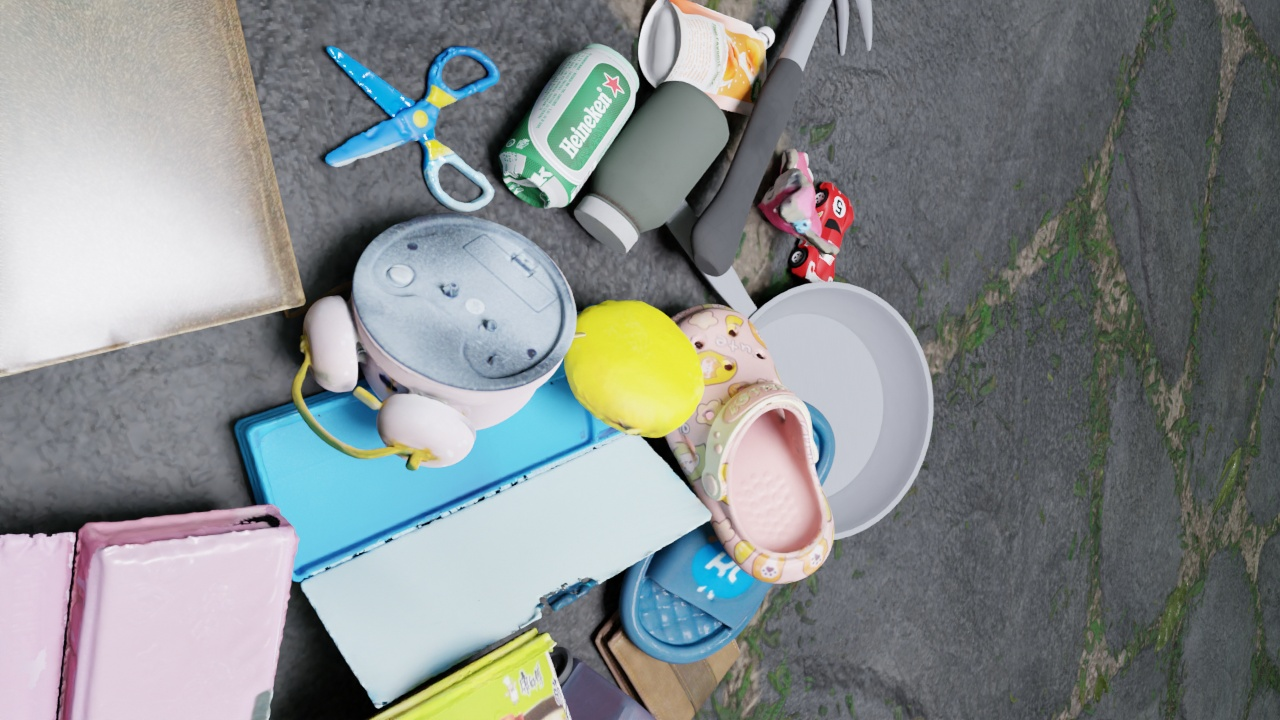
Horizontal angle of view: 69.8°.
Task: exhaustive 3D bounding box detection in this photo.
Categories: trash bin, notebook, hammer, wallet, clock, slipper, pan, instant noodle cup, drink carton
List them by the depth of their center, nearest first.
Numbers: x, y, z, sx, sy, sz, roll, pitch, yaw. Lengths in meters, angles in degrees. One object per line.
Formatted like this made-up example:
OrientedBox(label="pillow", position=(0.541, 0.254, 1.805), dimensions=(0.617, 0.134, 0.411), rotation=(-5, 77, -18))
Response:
OrientedBox(label="notebook", position=(-0.231, -0.114, 0.427), dimensions=(0.189, 0.035, 0.215), rotation=(-18, 107, -39))
OrientedBox(label="clock", position=(-0.109, -0.008, 0.487), dimensions=(0.117, 0.059, 0.157), rotation=(39, 50, 8))
OrientedBox(label="instant noodle cup", position=(-0.095, 0.221, 0.497), dimensions=(0.145, 0.147, 0.098), rotation=(-20, 76, -37))
OrientedBox(label="trash bin", position=(-0.056, 0.288, 0.593), dimensions=(0.160, 0.092, 0.094), rotation=(-51, 124, -19))
OrientedBox(label="slipper", position=(0.068, 0.046, 0.597), dimensions=(0.093, 0.082, 0.197), rotation=(-15, 73, -16))
OrientedBox(label="slipper", position=(0.072, 0.124, 0.652), dimensions=(0.104, 0.059, 0.213), rotation=(40, 80, -20))
OrientedBox(label="drink carton", position=(0.055, -0.216, 0.658), dimensions=(0.122, 0.039, 0.069), rotation=(-2, 98, -46))
OrientedBox(label="hammer", position=(0.104, -0.194, 0.674), dimensions=(0.125, 0.030, 0.310), rotation=(43, 62, -42))
OrientedBox(label="wallet", position=(0.024, 0.216, 0.691), dimensions=(0.098, 0.027, 0.121), rotation=(-42, 119, -32))
OrientedBox(label="pan", position=(0.094, -0.017, 0.697), dimensions=(0.200, 0.051, 0.356), rotation=(-45, 107, -15))

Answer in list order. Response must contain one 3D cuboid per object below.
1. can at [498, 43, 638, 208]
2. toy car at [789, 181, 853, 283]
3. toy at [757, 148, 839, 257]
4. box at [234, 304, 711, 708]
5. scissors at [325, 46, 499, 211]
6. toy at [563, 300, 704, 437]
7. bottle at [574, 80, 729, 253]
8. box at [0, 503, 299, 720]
OrientedBox(label="can", position=(-0.044, -0.143, 0.567), dimensions=(0.053, 0.053, 0.101), rotation=(44, 69, -35))
OrientedBox(label="toy car", position=(0.152, -0.100, 0.755), dimensions=(0.038, 0.025, 0.089), rotation=(30, 76, -38))
OrientedBox(label="toy", position=(0.118, -0.122, 0.713), dimensions=(0.065, 0.050, 0.102), rotation=(50, 30, -32))
OrientedBox(label="box", position=(-0.091, 0.073, 0.546), dimensions=(0.242, 0.071, 0.170), rotation=(-21, 81, -37))
OrientedBox(label="scissors", position=(-0.126, -0.132, 0.529), dimensions=(0.125, 0.015, 0.127), rotation=(-36, 115, -32))
OrientedBox(label="toy", position=(-0.003, 0.003, 0.563), dimensions=(0.095, 0.041, 0.094), rotation=(21, 53, -20))
OrientedBox(label="bottle", position=(0.006, -0.125, 0.597), dimensions=(0.108, 0.060, 0.060), rotation=(-53, 125, -9))
OrientedBox(label="box", position=(-0.257, 0.181, 0.411), dimensions=(0.178, 0.039, 0.233), rotation=(1, 109, -40))
